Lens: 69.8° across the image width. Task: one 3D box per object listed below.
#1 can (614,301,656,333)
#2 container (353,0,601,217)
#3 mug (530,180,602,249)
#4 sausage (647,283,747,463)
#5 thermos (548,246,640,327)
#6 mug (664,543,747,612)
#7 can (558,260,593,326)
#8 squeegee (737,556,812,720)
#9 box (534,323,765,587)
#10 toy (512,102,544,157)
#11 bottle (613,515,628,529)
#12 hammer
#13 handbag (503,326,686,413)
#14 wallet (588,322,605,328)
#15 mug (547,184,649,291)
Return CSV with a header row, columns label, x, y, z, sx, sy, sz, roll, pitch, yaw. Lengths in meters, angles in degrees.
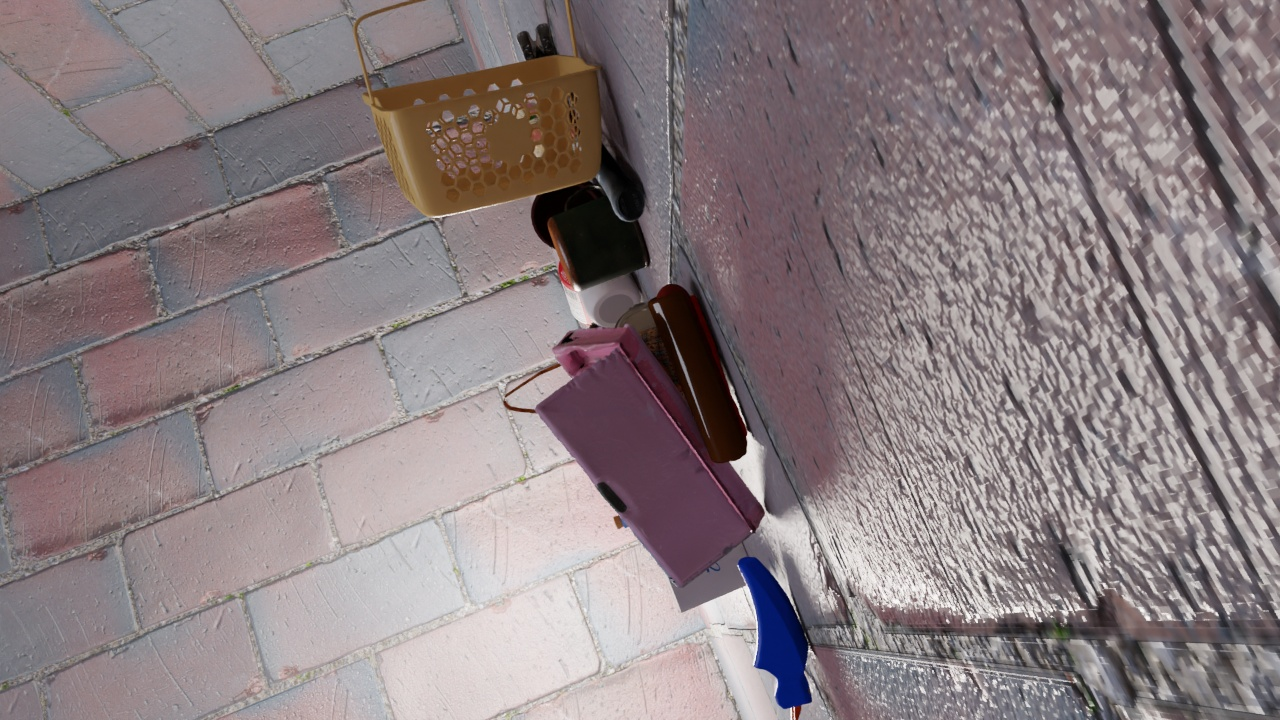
label,x,y,z,sx,sy,sz,roll,pitch,yaw
can,0.017,0.007,0.910,0.124,0.066,0.066,74,173,-48
container,-0.133,-0.224,0.773,0.129,0.183,0.167,-140,37,-60
mug,-0.072,-0.177,1.111,0.114,0.087,0.088,42,-158,-14
sausage,0.049,0.011,0.745,0.040,0.040,0.155,-142,29,-81
thermos,-0.069,-0.123,1.180,0.229,0.068,0.101,-115,37,-44
mug,0.072,0.237,1.128,0.083,0.096,0.119,73,173,-47
can,-0.076,-0.110,1.369,0.143,0.074,0.074,78,169,-64
squeegee,0.133,0.274,0.881,0.249,0.055,0.185,-54,-56,-75
box,0.000,0.088,0.778,0.100,0.106,0.232,1,134,48
toy,-0.106,-0.226,0.945,0.087,0.050,0.112,62,179,29
bottle,0.028,0.186,1.188,0.048,0.131,0.048,157,91,-85
hammer,-0.059,-0.230,0.915,0.326,0.036,0.141,-118,7,-51
handbag,-0.037,0.026,0.839,0.043,0.196,0.093,-84,-21,-48
wallet,-0.007,0.007,1.134,0.098,0.027,0.121,9,-134,-47
mug,-0.049,-0.132,0.940,0.085,0.081,0.111,78,169,-64
